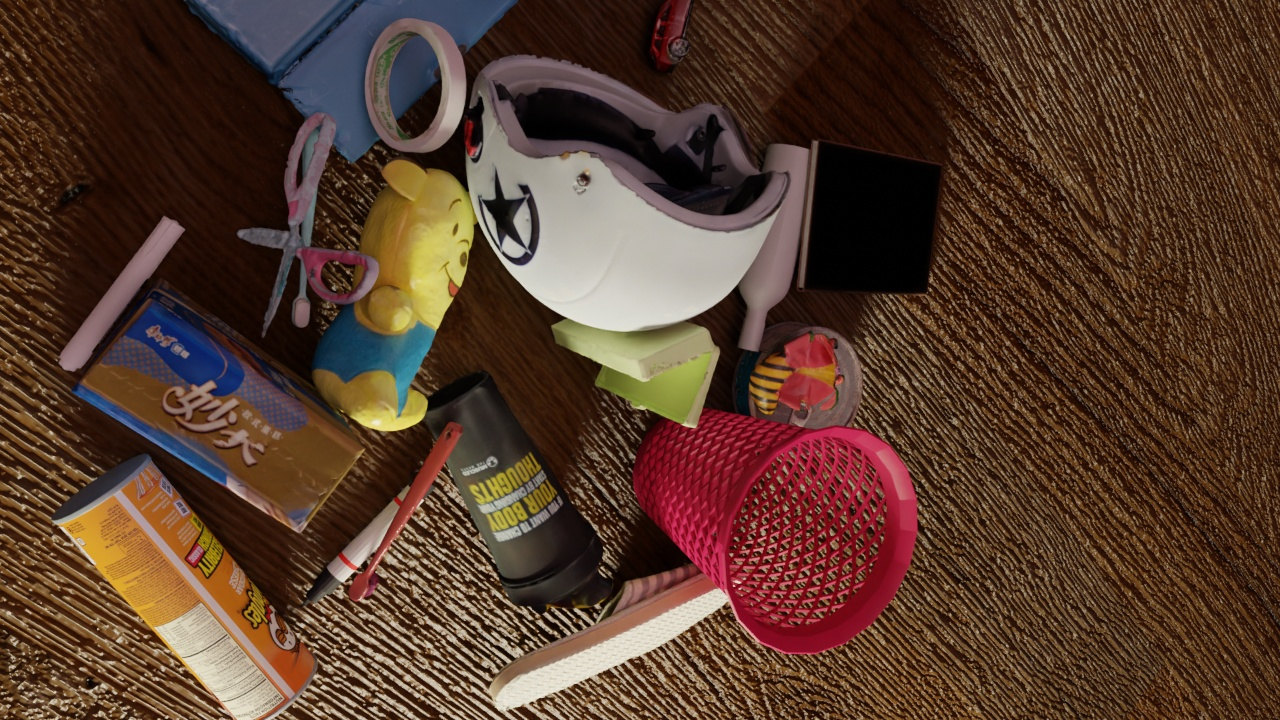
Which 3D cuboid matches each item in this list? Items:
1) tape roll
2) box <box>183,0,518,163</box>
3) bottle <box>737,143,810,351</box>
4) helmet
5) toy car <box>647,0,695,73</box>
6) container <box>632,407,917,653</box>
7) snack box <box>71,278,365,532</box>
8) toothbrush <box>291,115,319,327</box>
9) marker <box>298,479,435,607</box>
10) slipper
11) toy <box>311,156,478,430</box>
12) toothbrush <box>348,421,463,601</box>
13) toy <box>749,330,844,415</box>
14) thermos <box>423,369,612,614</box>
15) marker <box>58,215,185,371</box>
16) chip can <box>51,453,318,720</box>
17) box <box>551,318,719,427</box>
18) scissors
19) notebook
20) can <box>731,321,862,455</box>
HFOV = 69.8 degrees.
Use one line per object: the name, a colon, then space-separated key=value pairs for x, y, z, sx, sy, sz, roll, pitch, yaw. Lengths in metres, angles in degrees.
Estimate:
tape roll: x=-0.167 y=-0.202 z=0.679 sx=0.018 sy=0.094 sz=0.094 roll=-14 pitch=107 yaw=-54
box: x=-0.202 y=-0.292 z=0.700 sx=0.177 sy=0.048 sz=0.231 roll=45 pitch=76 yaw=-25
bottle: x=0.126 y=-0.106 z=0.885 sx=0.052 sy=0.052 sz=0.195 roll=11 pitch=94 yaw=-26
helmet: x=-0.030 y=-0.125 z=0.722 sx=0.236 sy=0.264 sz=0.164 roll=-7 pitch=132 yaw=-41
toy car: x=0.032 y=-0.302 z=0.813 sx=0.036 sy=0.042 sz=0.091 roll=18 pitch=96 yaw=-8
container: x=0.096 y=0.125 z=0.814 sx=0.183 sy=0.226 sz=0.183 roll=-4 pitch=101 yaw=-25
snack box: x=-0.286 y=0.023 z=0.630 sx=0.155 sy=0.203 sz=0.069 roll=42 pitch=79 yaw=-25
toothbrush: x=-0.261 y=-0.115 z=0.722 sx=0.016 sy=0.016 sz=0.180 roll=4 pitch=96 yaw=-23
marker: x=-0.233 y=0.155 z=0.780 sx=0.145 sy=0.019 sz=0.019 roll=-46 pitch=114 yaw=-11
slipper: x=-0.018 y=0.244 z=0.848 sx=0.272 sy=0.115 sz=0.054 roll=-16 pitch=62 yaw=-34
toy: x=-0.184 y=-0.052 z=0.698 sx=0.084 sy=0.149 sz=0.213 roll=15 pitch=80 yaw=-4
toothbrush: x=-0.193 y=0.127 z=0.757 sx=0.190 sy=0.016 sz=0.016 roll=-57 pitch=157 yaw=18
toy: x=0.153 y=0.013 z=0.874 sx=0.103 sy=0.046 sz=0.084 roll=-18 pitch=120 yaw=-17
thermos: x=-0.110 y=0.119 z=0.796 sx=0.098 sy=0.098 sz=0.221 roll=-32 pitch=107 yaw=-17
marker: x=-0.382 y=-0.049 z=0.674 sx=0.017 sy=0.020 sz=0.133 roll=34 pitch=83 yaw=-4
chip can: x=-0.342 y=0.178 z=0.702 sx=0.075 sy=0.075 sz=0.215 roll=-35 pitch=112 yaw=-16
box: x=-0.003 y=-0.009 z=0.768 sx=0.077 sy=0.188 sz=0.090 roll=-44 pitch=113 yaw=-11
scissors: x=-0.238 y=-0.096 z=0.661 sx=0.013 sy=0.171 sz=0.172 roll=18 pitch=86 yaw=-53
notebook: x=0.235 y=-0.138 z=0.925 sx=0.208 sy=0.008 sz=0.141 roll=-2 pitch=100 yaw=-40
can: x=0.159 y=0.028 z=0.928 sx=0.129 sy=0.044 sz=0.130 roll=-4 pitch=101 yaw=-25
